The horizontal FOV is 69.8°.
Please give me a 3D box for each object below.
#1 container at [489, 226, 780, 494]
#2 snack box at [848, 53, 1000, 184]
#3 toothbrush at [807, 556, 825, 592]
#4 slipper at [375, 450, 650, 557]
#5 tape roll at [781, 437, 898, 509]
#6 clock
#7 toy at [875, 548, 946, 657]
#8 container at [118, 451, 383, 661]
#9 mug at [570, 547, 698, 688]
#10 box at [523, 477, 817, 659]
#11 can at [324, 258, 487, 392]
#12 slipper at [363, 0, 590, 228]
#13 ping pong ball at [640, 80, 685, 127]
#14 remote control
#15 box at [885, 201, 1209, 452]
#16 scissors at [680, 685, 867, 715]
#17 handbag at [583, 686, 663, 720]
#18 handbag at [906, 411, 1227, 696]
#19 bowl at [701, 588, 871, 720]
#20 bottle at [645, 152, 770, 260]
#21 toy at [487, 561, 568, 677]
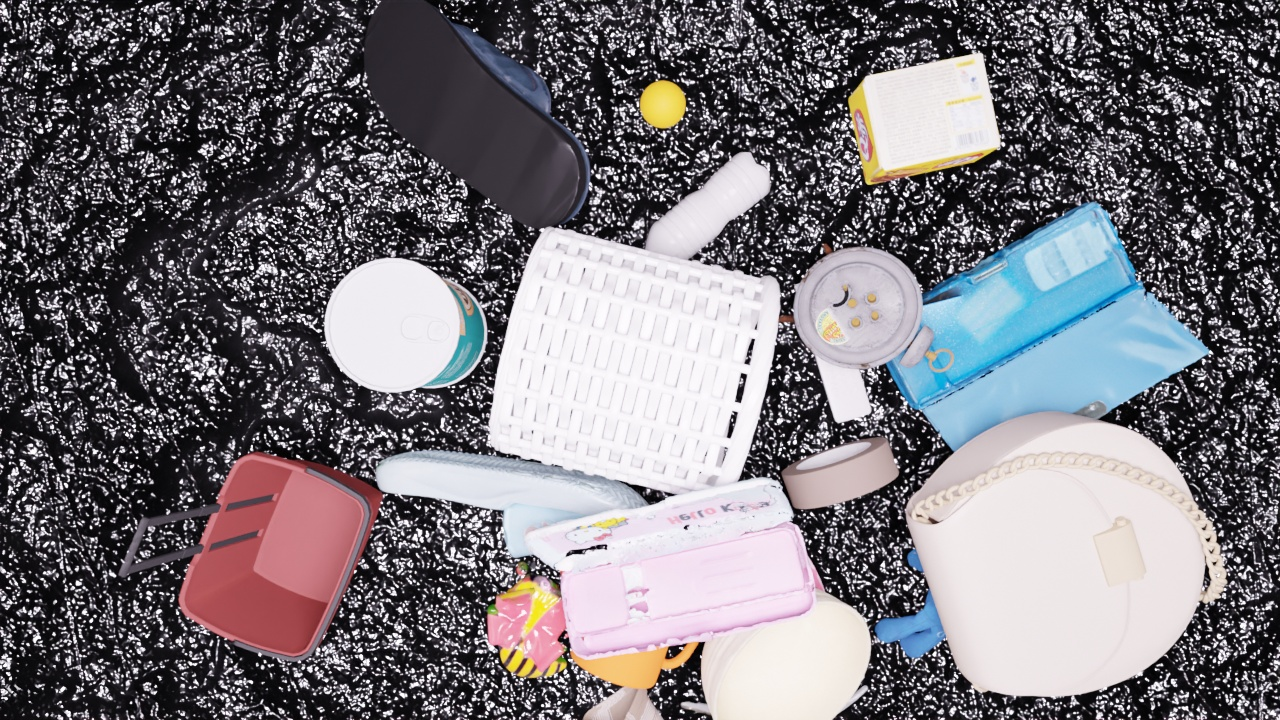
[{"bbox_3d":[-0.004,0.004,0.733,0.187,0.189,0.189,14,89,0],"label":"container"},{"bbox_3d":[0.245,-0.209,0.800,0.106,0.061,0.083,-12,90,-1],"label":"snack box"},{"bbox_3d":[0.136,0.168,0.820,0.021,0.016,0.135,-26,90,-1],"label":"toothbrush"},{"bbox_3d":[-0.105,0.124,0.777,0.245,0.104,0.074,9,91,5],"label":"slipper"},{"bbox_3d":[0.170,0.096,0.782,0.093,0.094,0.030,-20,90,-1],"label":"tape roll"},{"bbox_3d":[0.195,-0.034,0.773,0.148,0.056,0.104,33,90,18],"label":"clock"},{"bbox_3d":[0.272,0.182,0.799,0.113,0.071,0.176,36,89,-12],"label":"toy"},{"bbox_3d":[-0.289,0.151,0.721,0.127,0.201,0.148,23,89,-1],"label":"container"},{"bbox_3d":[0.007,0.224,0.794,0.112,0.078,0.096,20,89,-23],"label":"mug"},{"bbox_3d":[0.022,0.158,0.691,0.202,0.101,0.111,-15,73,14],"label":"box"},{"bbox_3d":[-0.186,-0.026,0.751,0.099,0.144,0.099,0,90,-1],"label":"can"},{"bbox_3d":[-0.131,-0.213,0.792,0.265,0.083,0.109,42,119,16],"label":"slipper"},{"bbox_3d":[0.020,-0.225,0.807,0.040,0.040,0.040,0,90,-1],"label":"ping pong ball"},{"bbox_3d":[0.172,-0.011,0.823,0.033,0.012,0.131,-17,90,1],"label":"remote control"},{"bbox_3d":[0.341,-0.016,0.805,0.232,0.060,0.175,-28,74,-1],"label":"box"},{"bbox_3d":[0.119,0.312,0.821,0.153,0.014,0.131,34,90,-4],"label":"scissors"},{"bbox_3d":[0.025,0.372,0.727,0.062,0.198,0.175,-34,90,-1],"label":"handbag"},{"bbox_3d":[0.330,0.151,0.735,0.208,0.103,0.210,-21,98,-4],"label":"handbag"},{"bbox_3d":[0.111,0.246,0.779,0.150,0.075,0.151,-11,117,-22],"label":"bowl"},{"bbox_3d":[0.052,-0.125,0.806,0.136,0.044,0.044,-40,91,-1],"label":"bottle"},{"bbox_3d":[-0.093,0.231,0.804,0.084,0.046,0.103,4,94,-14],"label":"toy"}]
